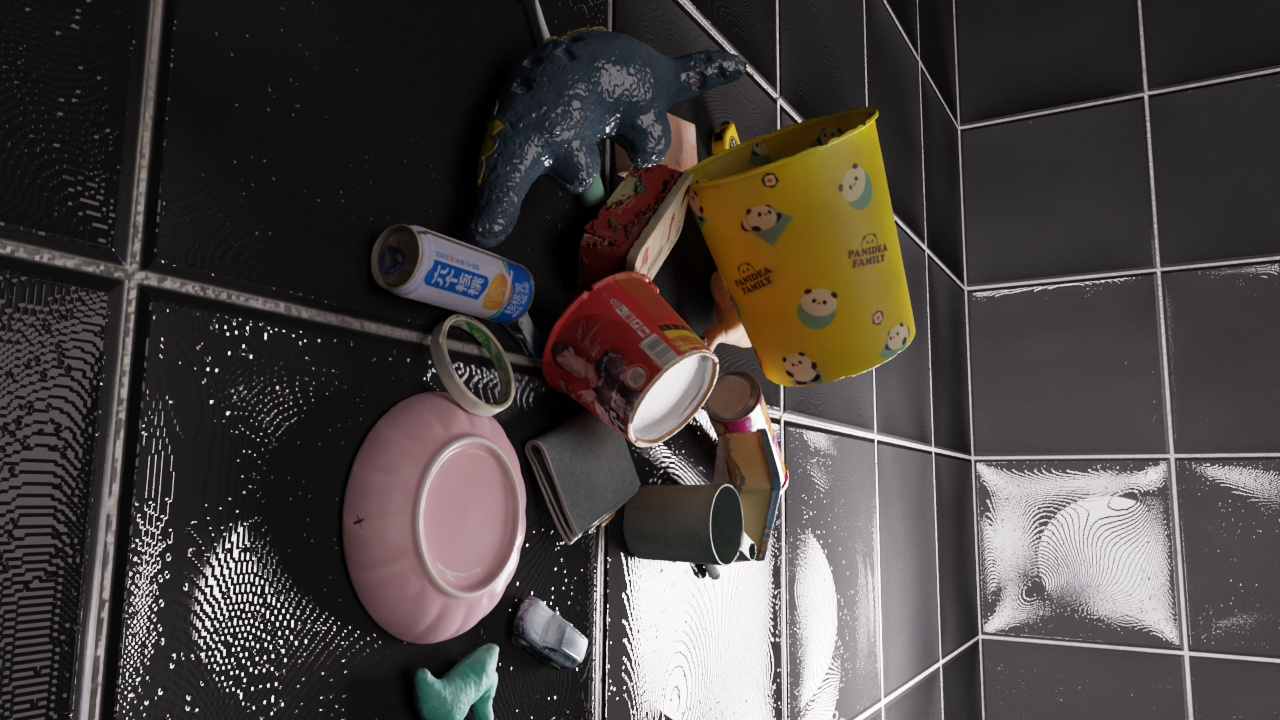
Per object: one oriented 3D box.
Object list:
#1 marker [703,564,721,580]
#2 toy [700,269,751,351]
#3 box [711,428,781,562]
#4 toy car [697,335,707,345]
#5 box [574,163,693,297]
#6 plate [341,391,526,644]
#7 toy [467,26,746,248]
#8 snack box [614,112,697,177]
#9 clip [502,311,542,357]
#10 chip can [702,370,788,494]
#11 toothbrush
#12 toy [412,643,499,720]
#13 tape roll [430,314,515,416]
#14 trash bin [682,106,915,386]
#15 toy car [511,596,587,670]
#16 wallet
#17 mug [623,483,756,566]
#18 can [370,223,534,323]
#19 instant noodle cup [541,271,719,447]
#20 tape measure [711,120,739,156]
[{"bbox_3d":[0.072,0.211,1.089,0.018,0.022,0.131,-122,-173,-61],"label":"marker"},{"bbox_3d":[0.130,-0.081,1.176,0.143,0.083,0.225,32,61,-37],"label":"toy"},{"bbox_3d":[0.117,0.155,1.050,0.185,0.059,0.089,95,-11,-49],"label":"box"},{"bbox_3d":[0.049,0.007,1.049,0.120,0.045,0.053,-34,118,-63],"label":"toy car"},{"bbox_3d":[-0.013,-0.131,0.922,0.167,0.077,0.091,-61,167,-44],"label":"box"},{"bbox_3d":[-0.143,0.119,0.705,0.192,0.039,0.192,13,75,-59],"label":"plate"},{"bbox_3d":[-0.045,-0.227,0.824,0.355,0.092,0.138,-37,85,-31],"label":"toy"},{"bbox_3d":[0.020,-0.243,1.048,0.157,0.026,0.084,-2,87,-60],"label":"snack box"},{"bbox_3d":[-0.105,-0.026,0.815,0.057,0.029,0.024,61,39,-53],"label":"clip"},{"bbox_3d":[0.130,0.097,1.113,0.211,0.071,0.071,64,35,-53],"label":"chip can"},{"bbox_3d":[-0.075,-0.258,0.883,0.027,0.026,0.225,-37,119,-44],"label":"toothbrush"},{"bbox_3d":[-0.137,0.260,0.710,0.091,0.030,0.096,-29,118,-55],"label":"toy"},{"bbox_3d":[-0.133,0.003,0.733,0.086,0.014,0.085,46,28,-33],"label":"tape roll"},{"bbox_3d":[0.189,-0.125,1.042,0.228,0.230,0.255,-46,120,-52],"label":"trash bin"},{"bbox_3d":[-0.080,0.242,0.808,0.090,0.034,0.042,52,47,-42],"label":"toy car"},{"bbox_3d":[-0.052,0.106,0.870,0.129,0.037,0.106,-27,99,-59],"label":"wallet"},{"bbox_3d":[0.054,0.182,0.977,0.124,0.104,0.083,52,44,-46],"label":"mug"},{"bbox_3d":[-0.143,-0.065,0.714,0.134,0.053,0.053,15,73,-59],"label":"can"},{"bbox_3d":[-0.005,0.005,0.833,0.137,0.108,0.138,-32,147,-25],"label":"instant noodle cup"},{"bbox_3d":[0.111,-0.277,1.210,0.060,0.029,0.057,66,34,-31],"label":"tape measure"}]
